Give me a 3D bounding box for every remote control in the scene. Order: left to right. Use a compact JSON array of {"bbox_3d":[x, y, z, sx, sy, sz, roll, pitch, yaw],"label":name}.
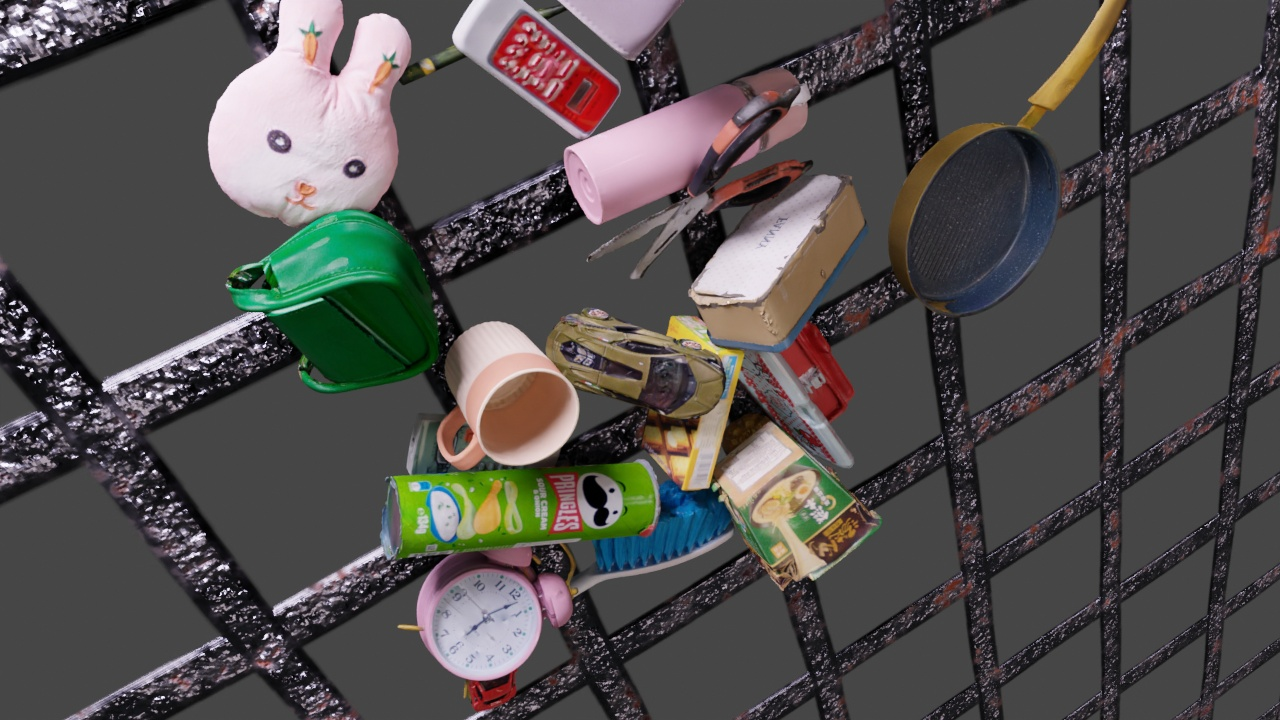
[{"bbox_3d":[-0.135,0.076,0.808,0.135,0.019,0.056,6,111,-30],"label":"remote control"},{"bbox_3d":[-0.073,-0.218,0.678,0.136,0.020,0.056,29,104,-43],"label":"remote control"}]

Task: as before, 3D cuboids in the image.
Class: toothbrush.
[{"bbox_3d":[-0.094,-0.246,0.670,0.185,0.012,0.017,-29,119,-12],"label":"toothbrush"}]

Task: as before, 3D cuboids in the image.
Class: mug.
[{"bbox_3d":[-0.118,0.034,0.742,0.114,0.106,0.081,-46,126,0],"label":"mug"}]

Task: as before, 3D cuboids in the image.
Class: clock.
[{"bbox_3d":[-0.129,0.219,0.835,0.158,0.060,0.117,-42,99,-11],"label":"clock"}]

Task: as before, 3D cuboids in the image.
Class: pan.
[{"bbox_3d":[0.371,-0.207,0.895,0.197,0.078,0.358,7,111,-31],"label":"pan"}]

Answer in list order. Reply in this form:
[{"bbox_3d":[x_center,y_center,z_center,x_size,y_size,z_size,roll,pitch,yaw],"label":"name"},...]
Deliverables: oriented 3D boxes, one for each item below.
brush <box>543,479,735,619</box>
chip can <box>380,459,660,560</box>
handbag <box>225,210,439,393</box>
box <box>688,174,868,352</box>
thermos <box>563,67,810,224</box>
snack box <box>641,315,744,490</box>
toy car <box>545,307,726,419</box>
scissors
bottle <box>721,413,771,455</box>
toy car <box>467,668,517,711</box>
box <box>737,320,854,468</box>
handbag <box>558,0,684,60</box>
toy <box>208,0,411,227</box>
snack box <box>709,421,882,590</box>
[{"bbox_3d":[-0.042,0.200,0.904,0.314,0.060,0.110,-16,124,-17],"label":"brush"},{"bbox_3d":[-0.101,0.129,0.799,0.235,0.072,0.072,-1,114,-26],"label":"chip can"},{"bbox_3d":[-0.214,-0.038,0.663,0.120,0.068,0.131,-18,148,-1],"label":"handbag"},{"bbox_3d":[0.117,-0.083,0.784,0.183,0.090,0.062,-52,130,-24],"label":"box"},{"bbox_3d":[0.043,-0.176,0.733,0.198,0.087,0.067,-24,102,-13],"label":"thermos"},{"bbox_3d":[0.046,0.038,0.843,0.033,0.087,0.141,2,113,-29],"label":"snack box"},{"bbox_3d":[-0.005,0.005,0.785,0.158,0.042,0.070,15,112,9],"label":"toy car"},{"bbox_3d":[0.054,-0.136,0.739,0.222,0.015,0.189,-27,161,-13],"label":"scissors"},{"bbox_3d":[0.144,0.130,0.960,0.057,0.057,0.175,-38,126,-6],"label":"bottle"},{"bbox_3d":[-0.146,0.312,0.903,0.049,0.031,0.106,-16,140,-22],"label":"toy car"},{"bbox_3d":[0.154,0.018,0.882,0.095,0.101,0.201,-43,127,-2],"label":"box"},{"bbox_3d":[0.003,-0.322,0.597,0.145,0.098,0.197,35,116,-20],"label":"handbag"},{"bbox_3d":[-0.219,-0.167,0.621,0.121,0.054,0.159,14,103,-34],"label":"toy"},{"bbox_3d":[0.134,0.126,0.855,0.117,0.118,0.105,-39,116,-2],"label":"snack box"}]
